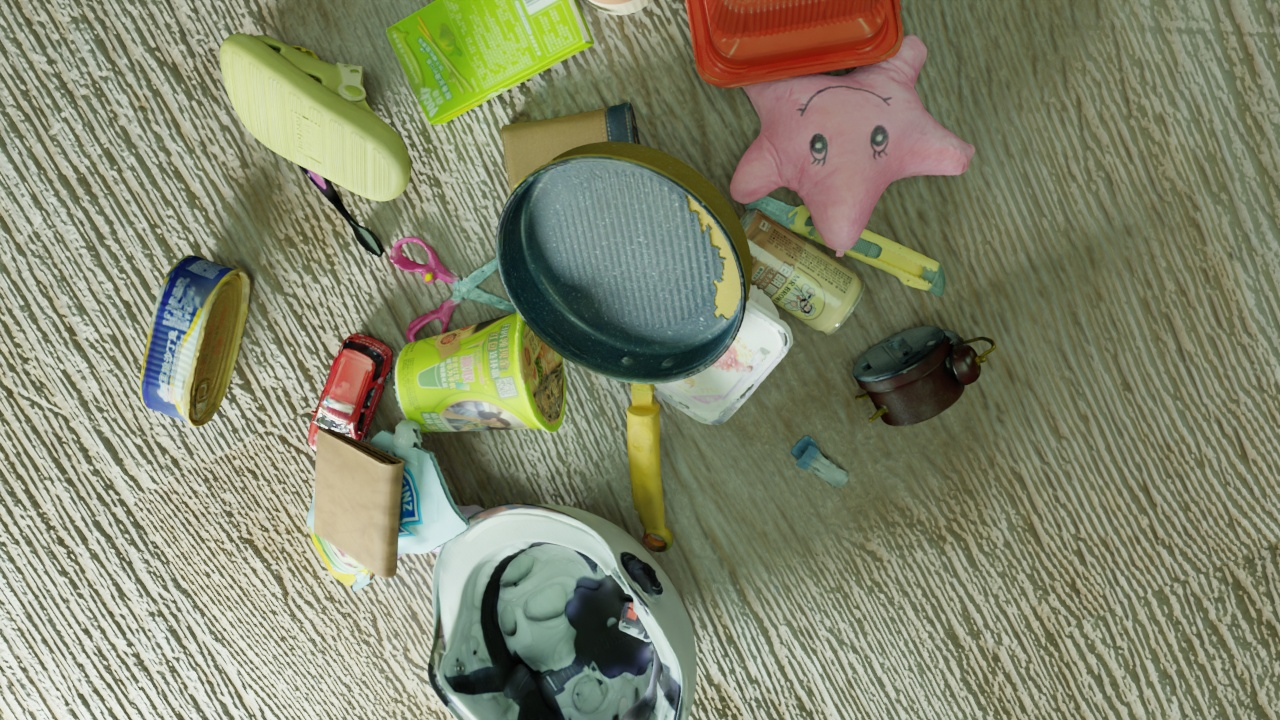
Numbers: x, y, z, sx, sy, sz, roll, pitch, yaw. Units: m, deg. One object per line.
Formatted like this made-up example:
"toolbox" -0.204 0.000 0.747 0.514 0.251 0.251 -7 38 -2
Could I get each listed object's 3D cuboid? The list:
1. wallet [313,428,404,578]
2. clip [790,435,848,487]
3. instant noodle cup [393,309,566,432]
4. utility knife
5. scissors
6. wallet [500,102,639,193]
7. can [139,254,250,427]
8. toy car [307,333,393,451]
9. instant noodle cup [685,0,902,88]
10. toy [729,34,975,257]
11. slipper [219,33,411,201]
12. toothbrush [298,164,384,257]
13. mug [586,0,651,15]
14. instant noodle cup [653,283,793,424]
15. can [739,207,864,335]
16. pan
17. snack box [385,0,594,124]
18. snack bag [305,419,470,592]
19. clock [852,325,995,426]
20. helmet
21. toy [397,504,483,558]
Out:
"wallet" -0.242 0.118 0.781 0.115 0.020 0.101 17 106 38
"clip" 0.164 0.096 0.831 0.058 0.045 0.027 39 99 -15
"instant noodle cup" -0.140 0.015 0.791 0.123 0.111 0.112 -9 102 13
"utility knife" 0.179 -0.102 0.791 0.188 0.020 0.031 23 97 3
"scissors" -0.165 -0.058 0.819 0.133 0.017 0.131 22 101 -6
"wallet" -0.056 -0.165 0.780 0.115 0.033 0.090 -8 99 6
"can" -0.393 -0.017 0.810 0.049 0.074 0.148 19 103 2
"toy car" -0.265 0.035 0.830 0.053 0.045 0.121 22 105 0
"instant noodle cup" 0.111 -0.315 0.697 0.164 0.079 0.188 -10 83 3
"toy" 0.169 -0.171 0.739 0.195 0.074 0.178 -1 87 6
"slipper" -0.258 -0.205 0.763 0.190 0.081 0.092 34 137 8
"toothbrush" -0.287 -0.166 0.804 0.014 0.017 0.189 -38 94 9
"mug" -0.016 -0.329 0.702 0.081 0.105 0.115 14 103 0
"instant noodle cup" 0.031 -0.038 0.769 0.173 0.060 0.138 34 133 -3
"can" 0.126 -0.075 0.774 0.116 0.058 0.058 33 102 -4
"pan" -0.004 0.004 0.726 0.198 0.078 0.358 4 128 22
"snack box" -0.124 -0.264 0.749 0.157 0.026 0.086 -22 99 20
"snack bag" -0.228 0.130 0.806 0.192 0.038 0.110 -33 72 37
"clock" 0.239 0.008 0.775 0.122 0.082 0.055 -28 104 10
"helmet" -0.055 0.238 0.806 0.229 0.145 0.258 -36 79 21
"toy" -0.177 0.161 0.855 0.108 0.039 0.084 14 106 -6
